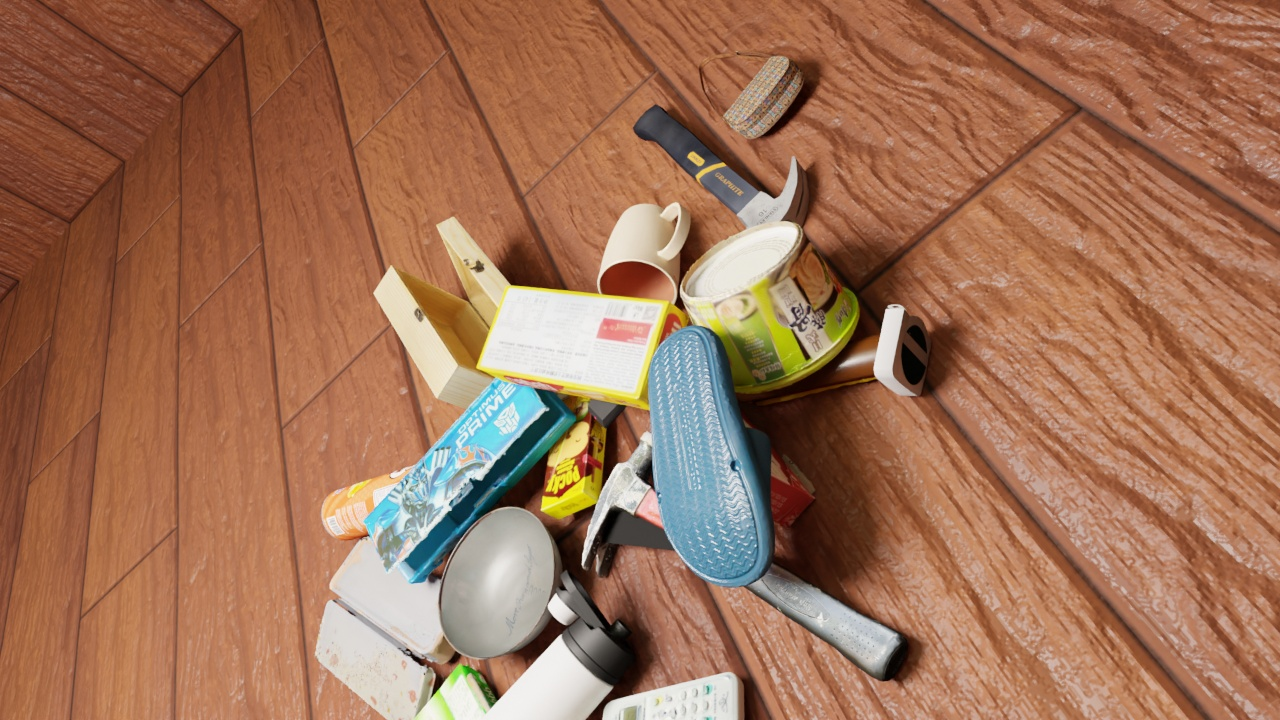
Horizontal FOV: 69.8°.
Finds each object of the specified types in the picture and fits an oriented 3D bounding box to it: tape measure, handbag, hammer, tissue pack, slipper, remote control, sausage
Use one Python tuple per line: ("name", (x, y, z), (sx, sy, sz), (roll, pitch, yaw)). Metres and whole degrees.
("tape measure", (0.213, -0.007, 0.742), (0.017, 0.065, 0.064), (1, 67, 41))
("handbag", (0.114, -0.312, 1.050), (0.093, 0.043, 0.195), (-50, 35, 9))
("hammer", (0.071, -0.205, 1.011), (0.139, 0.035, 0.312), (-45, 44, 7))
("tissue pack", (-0.168, 0.355, 0.863), (0.099, 0.034, 0.114), (-51, 44, 2))
("hammer", (0.074, 0.175, 0.770), (0.326, 0.036, 0.140), (24, 80, 46))
("slipper", (0.055, 0.074, 0.725), (0.104, 0.059, 0.213), (-32, 60, 37))
("remote control", (0.026, 0.291, 0.744), (0.134, 0.022, 0.050), (-24, 39, 28))
("sausage", (0.152, 0.010, 0.804), (0.156, 0.040, 0.040), (-15, 56, 34))
("remote control", (-0.005, 0.005, 0.852), (0.125, 0.010, 0.039), (-53, 43, 5))

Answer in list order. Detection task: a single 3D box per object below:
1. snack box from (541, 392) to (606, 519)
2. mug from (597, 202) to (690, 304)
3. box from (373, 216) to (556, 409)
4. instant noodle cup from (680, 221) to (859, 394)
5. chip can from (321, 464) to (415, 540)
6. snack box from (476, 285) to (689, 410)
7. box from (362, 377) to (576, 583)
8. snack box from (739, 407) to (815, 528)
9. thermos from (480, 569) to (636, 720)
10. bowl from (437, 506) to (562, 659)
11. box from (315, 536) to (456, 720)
("snack box", (-0.064, 0.084, 0.933), (0.061, 0.025, 0.148), (-28, 41, 33))
("mug", (0.012, -0.118, 0.963), (0.112, 0.085, 0.104), (-39, 31, 39))
("box", (-0.192, -0.041, 1.064), (0.148, 0.141, 0.248), (-46, 44, 3))
("instant noodle cup", (0.107, -0.051, 0.800), (0.146, 0.098, 0.146), (-26, 25, 13))
("chip can", (-0.275, 0.158, 1.056), (0.211, 0.062, 0.062), (-19, 53, 31))
("snack box", (-0.058, -0.015, 0.857), (0.201, 0.042, 0.092), (9, 76, 35))
("box", (-0.183, 0.112, 0.934), (0.243, 0.066, 0.091), (-47, 69, 7))
("snack box", (0.057, 0.038, 0.841), (0.044, 0.076, 0.273), (-49, 43, 11))
("thermos", (-0.106, 0.300, 0.790), (0.101, 0.068, 0.230), (42, 85, 8))
("bowl", (-0.124, 0.221, 0.892), (0.151, 0.056, 0.150), (-22, 52, 30))
("box", (-0.273, 0.290, 0.991), (0.217, 0.063, 0.157), (13, 84, 44))
